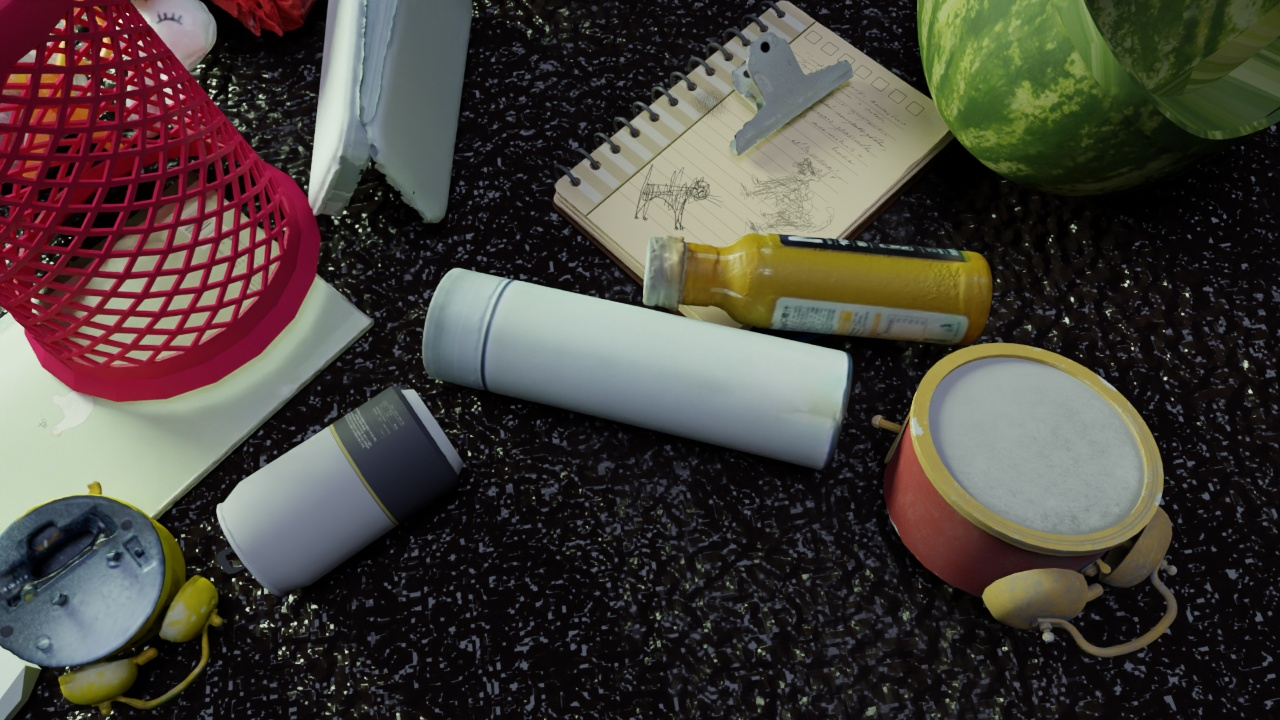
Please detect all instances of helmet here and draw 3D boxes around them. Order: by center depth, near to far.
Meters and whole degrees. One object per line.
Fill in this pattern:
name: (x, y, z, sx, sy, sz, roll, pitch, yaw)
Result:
helmet: (0.271, -0.213, 0.508, 0.213, 0.242, 0.248, 37, 109, -16)

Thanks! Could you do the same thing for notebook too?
notebook: (-0.313, 0.011, 0.547, 0.182, 0.010, 0.252, 37, 71, 17)
notebook: (0.071, -0.130, 0.591, 0.225, 0.024, 0.167, -42, 72, -16)

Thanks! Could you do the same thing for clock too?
clock: (0.192, 0.074, 0.459, 0.117, 0.081, 0.158, -20, 56, -19)
clock: (-0.269, 0.121, 0.463, 0.083, 0.057, 0.118, -40, 84, -18)

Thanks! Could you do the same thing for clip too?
clip: (0.085, -0.178, 0.583, 0.101, 0.038, 0.054, -37, 84, -15)

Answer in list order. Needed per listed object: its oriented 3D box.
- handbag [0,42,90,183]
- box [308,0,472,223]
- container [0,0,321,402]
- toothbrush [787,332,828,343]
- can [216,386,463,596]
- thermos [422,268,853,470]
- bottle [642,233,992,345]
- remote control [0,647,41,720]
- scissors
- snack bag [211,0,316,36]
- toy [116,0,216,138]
handbag: (-0.451, -0.199, 0.586, 0.171, 0.124, 0.112, 29, 57, 10)
box: (-0.144, -0.188, 0.591, 0.109, 0.108, 0.216, 8, 66, -25)
container: (-0.297, -0.109, 0.471, 0.183, 0.226, 0.182, -1, 62, 3)
toothbrush: (0.130, -0.029, 0.548, 0.135, 0.017, 0.021, -28, 71, -13)
can: (-0.160, 0.071, 0.483, 0.127, 0.064, 0.064, -34, 69, -13)
thermos: (-0.003, 0.003, 0.509, 0.230, 0.068, 0.067, 13, 66, 8)
bottle: (0.095, -0.042, 0.513, 0.186, 0.053, 0.053, 5, 65, -1)
remote control: (-0.378, 0.146, 0.477, 0.143, 0.024, 0.049, 29, 69, 12)
scissors: (-0.373, -0.171, 0.567, 0.011, 0.129, 0.125, 5, 83, 42)
snack bag: (-0.255, -0.307, 0.658, 0.082, 0.082, 0.176, 14, 66, 8)
toy: (-0.314, -0.211, 0.604, 0.076, 0.037, 0.125, 5, 94, 21)
